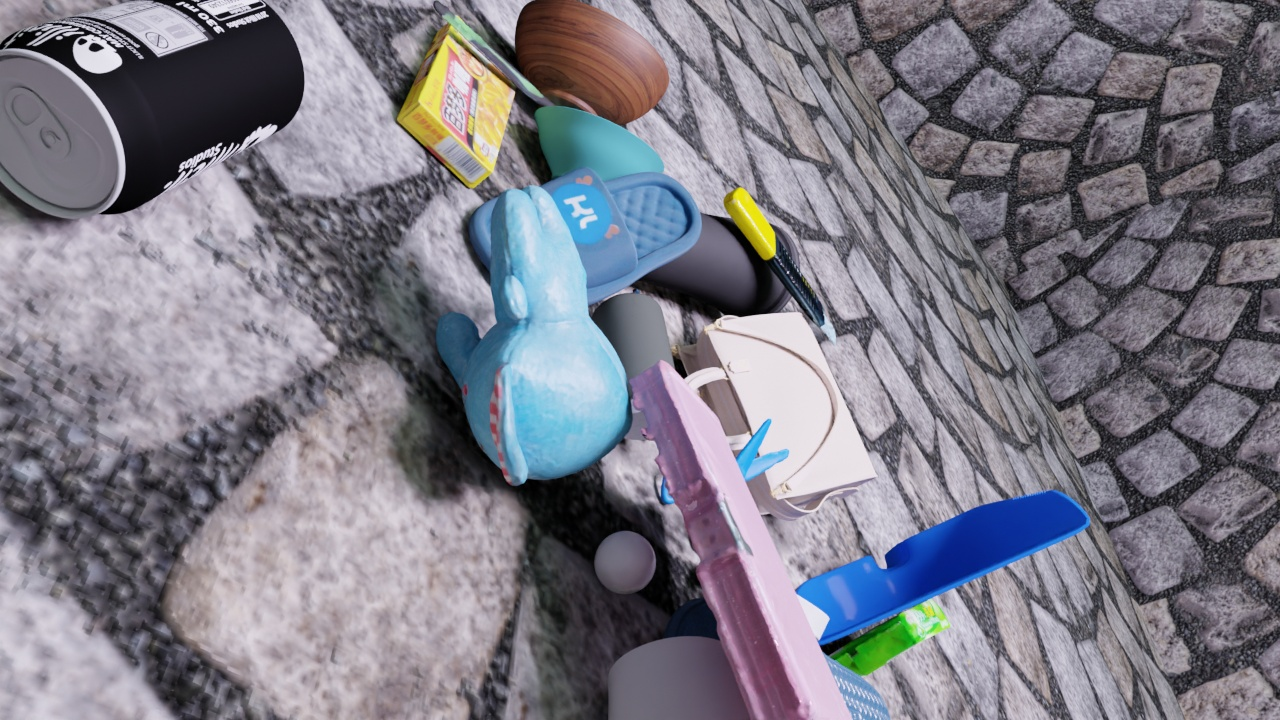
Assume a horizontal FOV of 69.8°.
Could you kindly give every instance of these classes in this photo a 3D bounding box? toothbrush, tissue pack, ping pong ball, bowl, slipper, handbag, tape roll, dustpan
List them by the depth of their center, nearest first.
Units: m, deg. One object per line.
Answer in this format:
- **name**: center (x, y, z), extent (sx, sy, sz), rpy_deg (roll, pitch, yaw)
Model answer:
- **ping pong ball**: center (-0.010, 0.131, 0.596), extent (0.040, 0.040, 0.040), rpy_deg (40, 33, -34)
- **slipper**: center (0.098, 0.245, 0.652), extent (0.213, 0.059, 0.103), rpy_deg (32, 42, -22)
- **tape roll**: center (0.093, 0.176, 0.681), extent (0.094, 0.094, 0.019), rpy_deg (40, 74, -34)
- **slipper**: center (-0.030, -0.101, 0.709), extent (0.213, 0.059, 0.103), rpy_deg (-20, 78, -37)
- **toothbrush**: center (-0.105, -0.235, 0.767), extent (0.188, 0.017, 0.014), rpy_deg (34, 64, -45)
- **bowl**: center (-0.044, -0.168, 0.797), extent (0.121, 0.121, 0.046), rpy_deg (29, 80, -45)
- **tissue pack**: center (0.211, 0.249, 0.799), extent (0.113, 0.100, 0.034), rpy_deg (8, 46, -58)
- **handbag**: center (0.102, 0.050, 0.825), extent (0.197, 0.102, 0.194), rpy_deg (-2, 65, -47)
- **bowl**: center (-0.054, -0.250, 0.827), extent (0.147, 0.147, 0.068), rpy_deg (32, 77, -43)
- **dustpan**: center (0.243, 0.194, 0.840), extent (0.258, 0.245, 0.059), rpy_deg (73, -7, -70)

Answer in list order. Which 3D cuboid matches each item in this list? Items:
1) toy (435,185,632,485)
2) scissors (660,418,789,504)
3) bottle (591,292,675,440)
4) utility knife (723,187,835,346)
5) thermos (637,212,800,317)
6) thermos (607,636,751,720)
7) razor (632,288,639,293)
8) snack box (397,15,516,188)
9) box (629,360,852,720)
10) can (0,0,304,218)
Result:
- **toy**: center (-0.072, -0.012, 0.561), extent (0.183, 0.115, 0.181), rpy_deg (-44, 124, -71)
- **scissors**: center (0.079, 0.102, 0.733), extent (0.132, 0.020, 0.097), rpy_deg (-20, 95, -26)
- **bottle**: center (-0.004, 0.004, 0.708), extent (0.060, 0.060, 0.108), rpy_deg (31, 39, -44)
- **utility knife**: center (0.138, -0.086, 0.876), extent (0.186, 0.020, 0.028), rpy_deg (51, 45, -18)
- **thermos**: center (0.060, -0.100, 0.884), extent (0.218, 0.106, 0.105), rpy_deg (8, 57, -51)
- **thermos**: center (0.033, 0.261, 0.467), extent (0.131, 0.132, 0.221), rpy_deg (39, 26, -35)
- **razor**: center (0.002, 0.005, 0.763), extent (0.044, 0.018, 0.140), rpy_deg (56, 25, -48)
- **snack box**: center (-0.139, -0.206, 0.720), extent (0.075, 0.025, 0.152), rpy_deg (43, 32, -31)
- **box**: center (0.065, 0.130, 0.555), extent (0.180, 0.051, 0.232), rpy_deg (64, 3, -52)
- **can**: center (-0.228, -0.126, 0.433), extent (0.080, 0.080, 0.145), rpy_deg (51, 29, -17)
